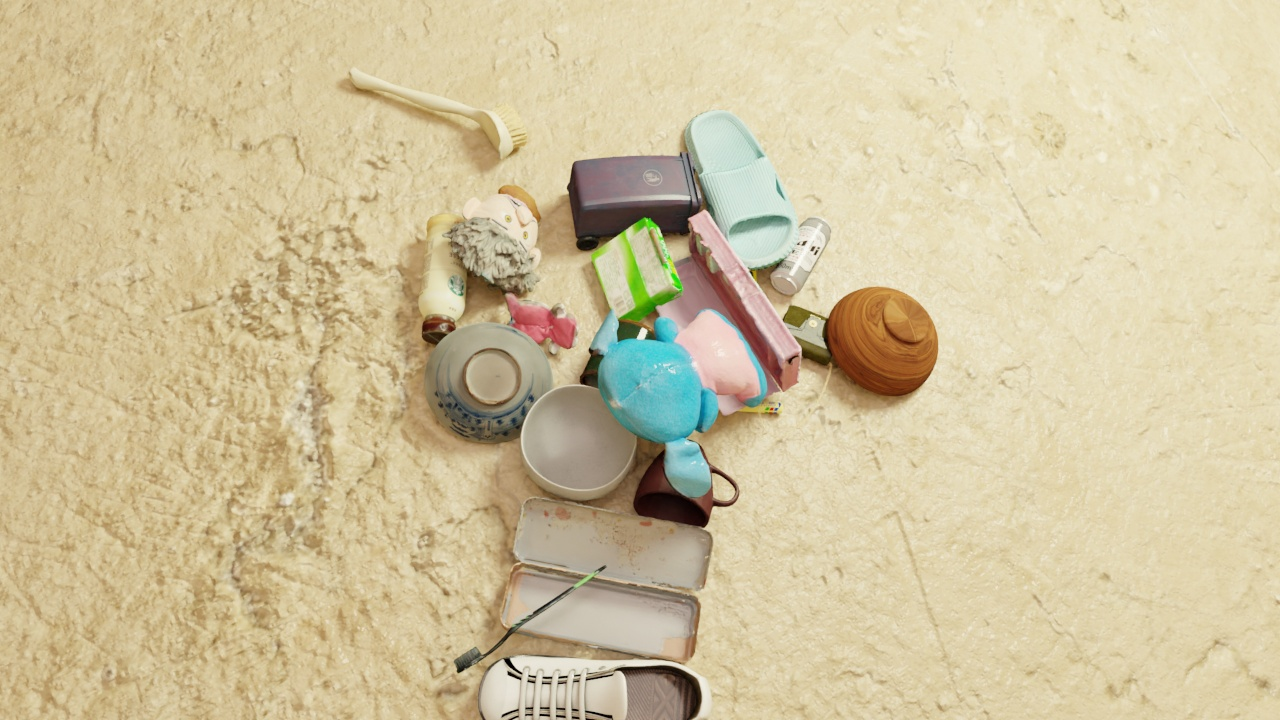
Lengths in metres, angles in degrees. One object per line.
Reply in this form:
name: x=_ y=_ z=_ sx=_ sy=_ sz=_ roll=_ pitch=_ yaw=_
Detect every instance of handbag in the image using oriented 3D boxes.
handbag: x=0.189 y=0.016 z=1.128 sx=0.084 sy=0.027 sz=0.177 roll=22 pitch=62 yaw=5

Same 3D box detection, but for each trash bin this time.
trash bin: x=-0.007 y=-0.209 z=1.184 sx=0.160 sy=0.092 sz=0.093 roll=-5 pitch=67 yaw=-12

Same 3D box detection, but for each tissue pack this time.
tissue pack: x=-0.004 y=-0.111 z=1.143 sx=0.100 sy=0.034 sz=0.114 roll=-31 pitch=66 yaw=26

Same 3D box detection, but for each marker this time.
marker: x=0.107 y=0.054 z=1.118 sx=0.132 sy=0.014 sz=0.014 roll=3 pitch=66 yaw=-4

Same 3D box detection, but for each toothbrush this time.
toothbrush: x=-0.115 y=0.268 z=0.965 sx=0.188 sy=0.014 sz=0.017 roll=-34 pitch=85 yaw=-11

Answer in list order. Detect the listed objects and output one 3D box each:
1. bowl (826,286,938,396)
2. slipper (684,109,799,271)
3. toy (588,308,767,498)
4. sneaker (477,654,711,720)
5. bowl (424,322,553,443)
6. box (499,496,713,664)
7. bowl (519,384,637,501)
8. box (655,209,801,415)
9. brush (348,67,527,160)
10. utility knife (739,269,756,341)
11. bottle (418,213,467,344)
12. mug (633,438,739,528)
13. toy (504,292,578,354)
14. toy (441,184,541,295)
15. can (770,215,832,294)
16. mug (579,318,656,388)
bowl: x=0.311 y=-0.036 z=1.130 sx=0.147 sy=0.069 sz=0.147 roll=7 pitch=63 yaw=-15
slipper: x=0.129 y=-0.240 z=1.204 sx=0.116 sy=0.070 sz=0.275 roll=-14 pitch=61 yaw=-8
toy: x=0.049 y=0.028 z=1.002 sx=0.191 sy=0.099 sz=0.224 roll=-22 pitch=72 yaw=-27
sneaker: x=-0.044 y=0.345 z=0.933 sx=0.245 sy=0.097 sz=0.091 roll=6 pitch=66 yaw=-3
bowl: x=-0.173 y=0.022 z=1.063 sx=0.150 sy=0.057 sz=0.150 roll=2 pitch=81 yaw=-13
box: x=-0.036 y=0.239 z=1.004 sx=0.216 sy=0.063 sz=0.157 roll=10 pitch=86 yaw=0
bowl: x=-0.071 y=0.100 z=1.052 sx=0.132 sy=0.064 sz=0.131 roll=3 pitch=62 yaw=-5
box: x=0.088 y=-0.055 z=1.112 sx=0.115 sy=0.099 sz=0.232 roll=-27 pitch=65 yaw=-7
brush: x=-0.275 y=-0.344 z=1.240 sx=0.272 sy=0.062 sz=0.077 roll=23 pitch=50 yaw=10
utility knife: x=0.138 y=-0.050 z=1.165 sx=0.029 sy=0.020 sz=0.197 roll=-1 pitch=68 yaw=-4
bottle: x=-0.242 y=-0.100 z=1.131 sx=0.056 sy=0.057 sz=0.161 roll=2 pitch=67 yaw=-4
mug: x=0.057 y=0.137 z=1.040 sx=0.114 sy=0.087 sz=0.088 roll=6 pitch=51 yaw=15
toy: x=-0.122 y=-0.044 z=1.127 sx=0.102 sy=0.050 sz=0.065 roll=13 pitch=100 yaw=8
toy: x=-0.165 y=-0.160 z=1.145 sx=0.076 sy=0.132 sz=0.175 roll=-20 pitch=40 yaw=33
can: x=0.210 y=-0.137 z=1.194 sx=0.044 sy=0.044 sz=0.106 roll=29 pitch=67 yaw=8
mug: x=-0.006 y=0.007 z=1.085 sx=0.111 sy=0.085 sz=0.081 roll=11 pitch=62 yaw=23
